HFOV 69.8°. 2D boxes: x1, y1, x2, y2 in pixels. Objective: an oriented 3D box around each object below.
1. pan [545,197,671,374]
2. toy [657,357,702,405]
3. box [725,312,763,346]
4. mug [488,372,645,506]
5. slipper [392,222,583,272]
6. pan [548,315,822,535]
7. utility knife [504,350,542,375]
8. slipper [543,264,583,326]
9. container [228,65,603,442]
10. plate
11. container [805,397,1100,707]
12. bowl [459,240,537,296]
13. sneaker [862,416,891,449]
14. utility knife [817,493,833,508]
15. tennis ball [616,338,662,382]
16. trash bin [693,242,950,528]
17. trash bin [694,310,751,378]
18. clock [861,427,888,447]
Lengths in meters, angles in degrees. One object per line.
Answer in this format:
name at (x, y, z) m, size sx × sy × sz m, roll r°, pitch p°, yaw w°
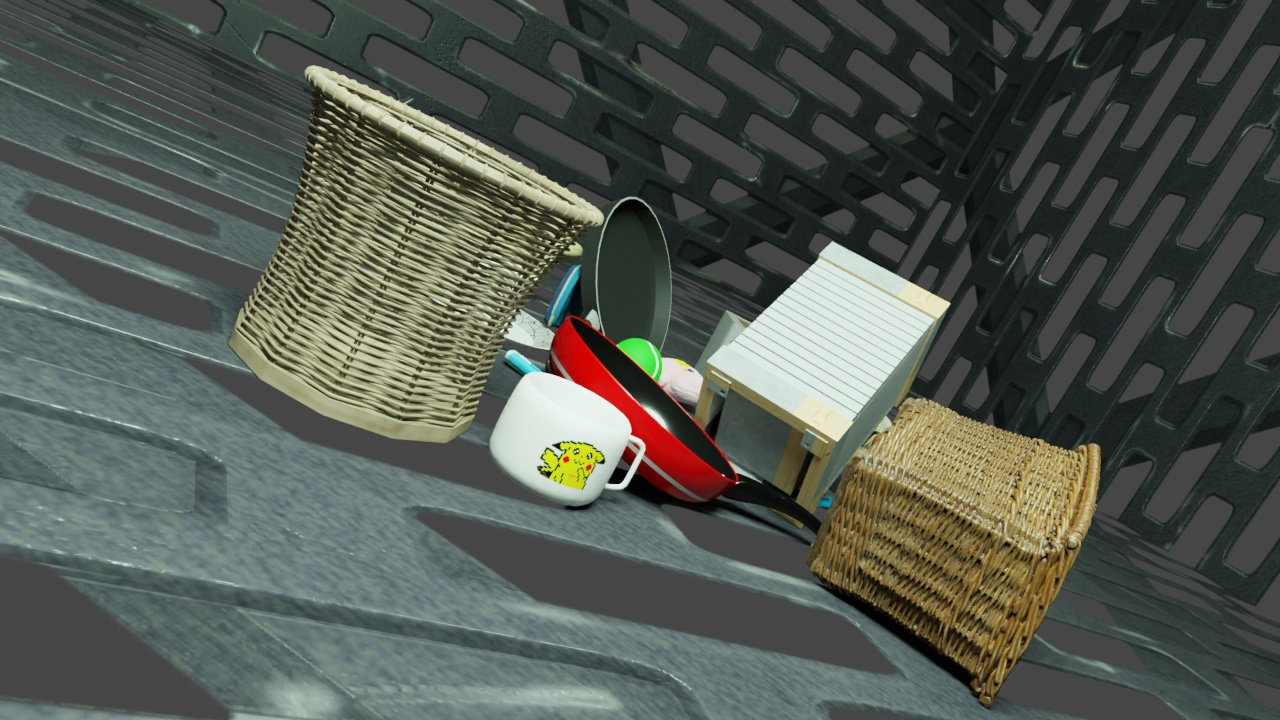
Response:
pan at (-0.041, -0.068, 1.131) m, size 0.034 × 0.225 × 0.355 m, roll 1°, pitch 26°, yaw 25°
toy at (0.042, 0.024, 1.175) m, size 0.093 × 0.050 × 0.102 m, roll 22°, pitch 8°, yaw -15°
box at (0.176, 0.020, 1.213) m, size 0.145 × 0.185 × 0.066 m, roll 41°, pitch -10°, yaw 38°
mug at (-0.052, 0.063, 0.690) m, size 0.115 × 0.068 × 0.094 m, roll 23°, pitch 11°, yaw -24°
slipper at (-0.207, -0.135, 1.247) m, size 0.261 × 0.079 × 0.111 m, roll 4°, pitch -2°, yaw -29°
pan at (0.055, 0.091, 0.839) m, size 0.356 × 0.067 × 0.208 m, roll 43°, pitch 6°, yaw -14°
utility knife at (-0.093, 0.024, 0.925) m, size 0.118 × 0.015 × 0.022 m, roll 35°, pitch 12°, yaw 23°
slipper at (-0.069, -0.085, 1.237) m, size 0.060 × 0.118 × 0.294 m, roll 33°, pitch 11°, yaw 0°
container at (-0.172, -0.072, 0.676) m, size 0.227 × 0.196 × 0.226 m, roll 27°, pitch 11°, yaw -6°
plate at (-0.181, -0.052, 1.060) m, size 0.188 × 0.016 × 0.188 m, roll 27°, pitch 10°, yaw -6°
container at (0.276, 0.141, 0.811) m, size 0.183 × 0.162 × 0.249 m, roll 26°, pitch 24°, yaw 22°
bowl at (-0.184, -0.106, 1.147) m, size 0.110 × 0.040 × 0.110 m, roll 27°, pitch 9°, yaw -5°
sneaker at (0.365, 0.121, 1.475) m, size 0.102 × 0.089 × 0.241 m, roll 36°, pitch 6°, yaw 1°
utility knife at (0.207, 0.159, 1.050) m, size 0.195 × 0.015 × 0.031 m, roll 19°, pitch 18°, yaw -47°
tennis ball at (-0.006, 0.006, 1.090) m, size 0.065 × 0.065 × 0.065 m, roll 27°, pitch 11°, yaw -6°
trash bin at (0.185, 0.019, 0.961) m, size 0.142 × 0.143 × 0.246 m, roll 32°, pitch 51°, yaw 21°
trash bin at (0.204, 0.035, 1.355) m, size 0.229 × 0.114 × 0.114 m, roll 27°, pitch 11°, yaw -7°
clock at (0.286, 0.142, 1.020) m, size 0.073 × 0.121 × 0.157 m, roll 17°, pitch 24°, yaw -27°
